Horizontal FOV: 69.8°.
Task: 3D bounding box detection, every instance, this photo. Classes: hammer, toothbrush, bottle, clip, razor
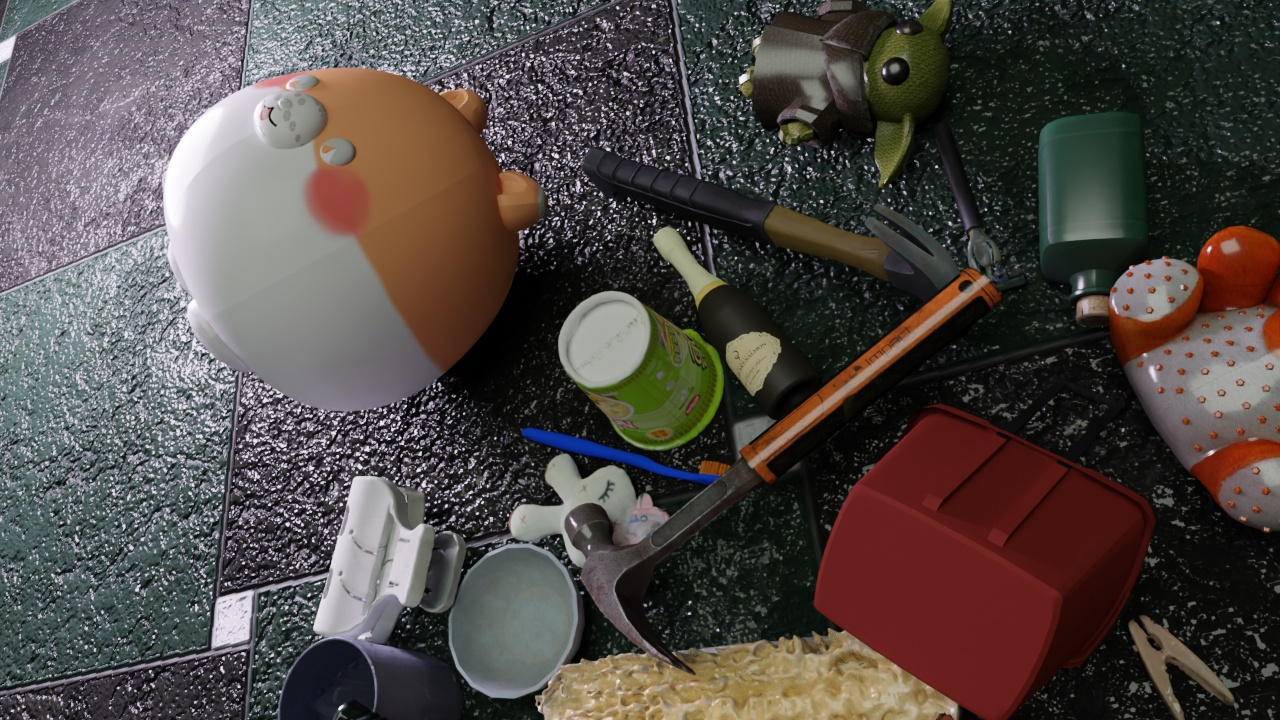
[{"bbox_3d":[0.078,-0.106,0.675,0.333,0.118,0.025,26,79,38],"label":"hammer"},{"bbox_3d":[0.095,0.061,0.568,0.315,0.035,0.137,-40,46,9],"label":"hammer"},{"bbox_3d":[-0.015,0.069,0.692,0.183,0.016,0.018,11,69,29],"label":"toothbrush"},{"bbox_3d":[0.286,-0.085,0.581,0.061,0.061,0.131,-1,69,23],"label":"bottle"},{"bbox_3d":[-0.048,0.289,0.545,0.319,0.032,0.130,23,90,11],"label":"hammer"},{"bbox_3d":[0.294,0.164,0.495,0.041,0.024,0.060,-24,57,16],"label":"clip"},{"bbox_3d":[-0.203,0.152,0.698,0.153,0.095,0.126,-14,62,56],"label":"clip"},{"bbox_3d":[0.062,-0.037,0.681,0.045,0.045,0.184,-39,58,6],"label":"bottle"},{"bbox_3d":[0.228,-0.111,0.644,0.043,0.022,0.144,-17,62,18],"label":"razor"}]

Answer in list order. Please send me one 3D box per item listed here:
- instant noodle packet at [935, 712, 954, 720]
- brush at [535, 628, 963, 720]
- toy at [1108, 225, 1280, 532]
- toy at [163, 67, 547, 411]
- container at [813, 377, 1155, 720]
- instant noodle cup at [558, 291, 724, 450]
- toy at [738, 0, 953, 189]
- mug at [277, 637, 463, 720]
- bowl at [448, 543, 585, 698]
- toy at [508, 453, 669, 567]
[{"bbox_3d":[0.087,0.301,0.473,0.221,0.084,0.164,-24,86,16],"label":"instant noodle packet"},{"bbox_3d":[0.060,0.217,0.569,0.272,0.056,0.083,-13,66,22],"label":"brush"},{"bbox_3d":[0.363,-0.006,0.492,0.173,0.093,0.163,-26,59,13],"label":"toy"},{"bbox_3d":[-0.224,-0.105,0.727,0.280,0.266,0.262,-30,60,-6],"label":"toy"},{"bbox_3d":[0.206,0.096,0.527,0.148,0.200,0.127,28,120,32],"label":"container"},{"bbox_3d":[-0.004,0.004,0.660,0.099,0.108,0.098,-10,66,23],"label":"instant noodle cup"},{"bbox_3d":[0.153,-0.218,0.693,0.153,0.078,0.179,12,72,29],"label":"toy"},{"bbox_3d":[-0.201,0.260,0.652,0.124,0.104,0.084,-49,57,0],"label":"mug"},{"bbox_3d":[-0.083,0.189,0.662,0.106,0.039,0.106,-10,65,22],"label":"bowl"},{"bbox_3d":[-0.035,0.111,0.672,0.123,0.038,0.079,11,68,27],"label":"toy"}]
